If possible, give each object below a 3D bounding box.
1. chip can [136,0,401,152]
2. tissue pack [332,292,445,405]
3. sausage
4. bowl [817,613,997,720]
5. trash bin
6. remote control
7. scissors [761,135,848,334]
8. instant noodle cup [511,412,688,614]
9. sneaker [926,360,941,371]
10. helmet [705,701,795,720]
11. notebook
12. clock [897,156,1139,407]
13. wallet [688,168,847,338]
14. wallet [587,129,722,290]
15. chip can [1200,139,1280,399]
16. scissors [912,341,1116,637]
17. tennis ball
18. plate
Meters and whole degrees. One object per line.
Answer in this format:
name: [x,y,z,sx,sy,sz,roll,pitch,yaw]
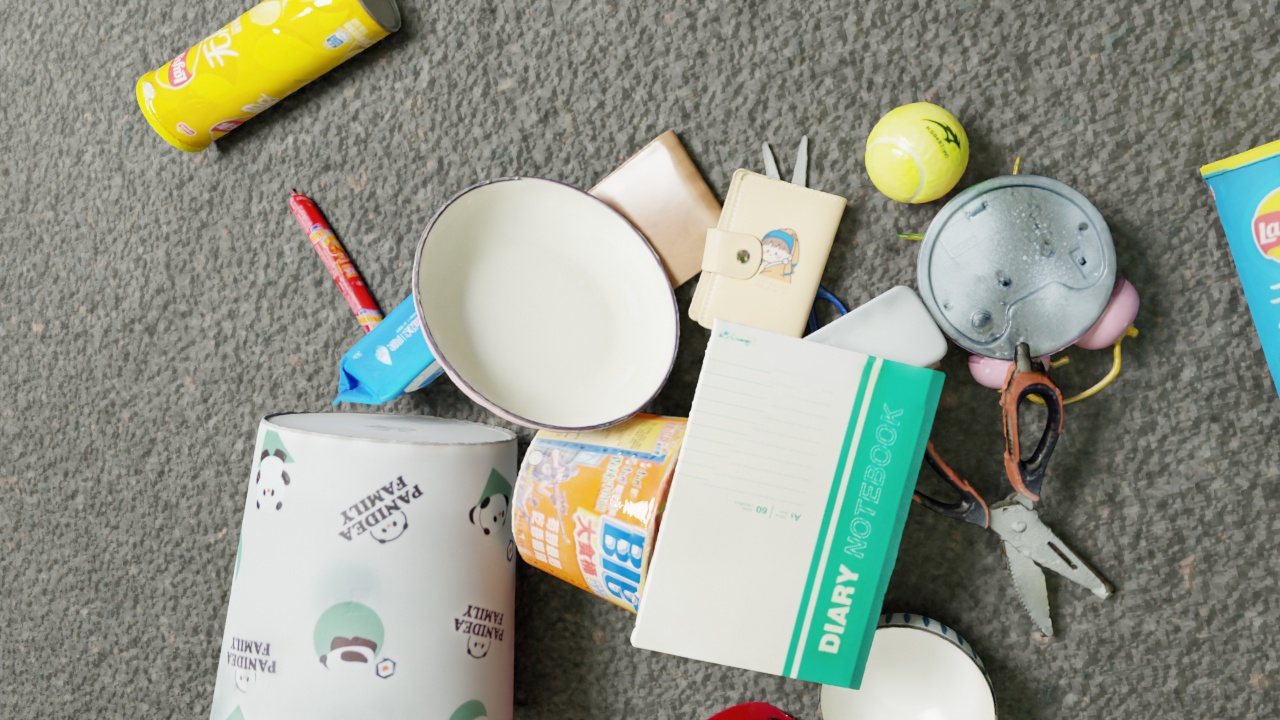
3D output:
chip can: [-0.298,-0.245,0.736,0.214,0.072,0.072,-23,89,16]
tissue pack: [-0.162,-0.018,0.706,0.157,0.094,0.052,-38,90,17]
sausage: [-0.251,-0.078,0.765,0.020,0.020,0.156,-33,86,17]
bowl: [0.186,0.229,0.643,0.116,0.066,0.116,2,97,17]
trash bin: [-0.192,0.171,0.676,0.230,0.229,0.252,6,91,16]
remote control: [0.126,0.005,0.583,0.136,0.020,0.056,-29,81,-7]
scissors: [0.100,-0.071,0.667,0.144,0.012,0.170,-36,84,16]
instant noodle cup: [-0.014,0.102,0.653,0.111,0.151,0.151,12,99,24]
sneaker: [0.099,0.068,0.631,0.088,0.118,0.241,40,86,27]
helmet: [0.093,0.389,0.650,0.240,0.143,0.207,39,102,8]
notebook: [0.091,0.092,0.563,0.150,0.012,0.209,13,96,-7]
clock: [0.252,-0.044,0.600,0.117,0.059,0.158,-32,85,16]
wallet: [0.086,-0.071,0.648,0.087,0.024,0.115,18,98,8]
wallet: [0.005,-0.099,0.689,0.115,0.020,0.101,-32,87,20]
chip can: [0.407,-0.030,0.549,0.071,0.071,0.210,-18,91,17]
scissors: [0.238,0.089,0.599,0.189,0.015,0.224,4,108,-6]
tennis ball: [0.183,-0.137,0.607,0.065,0.065,0.065,2,96,16]
plate: [-0.065,-0.036,0.633,0.192,0.191,0.039,56,144,5]
